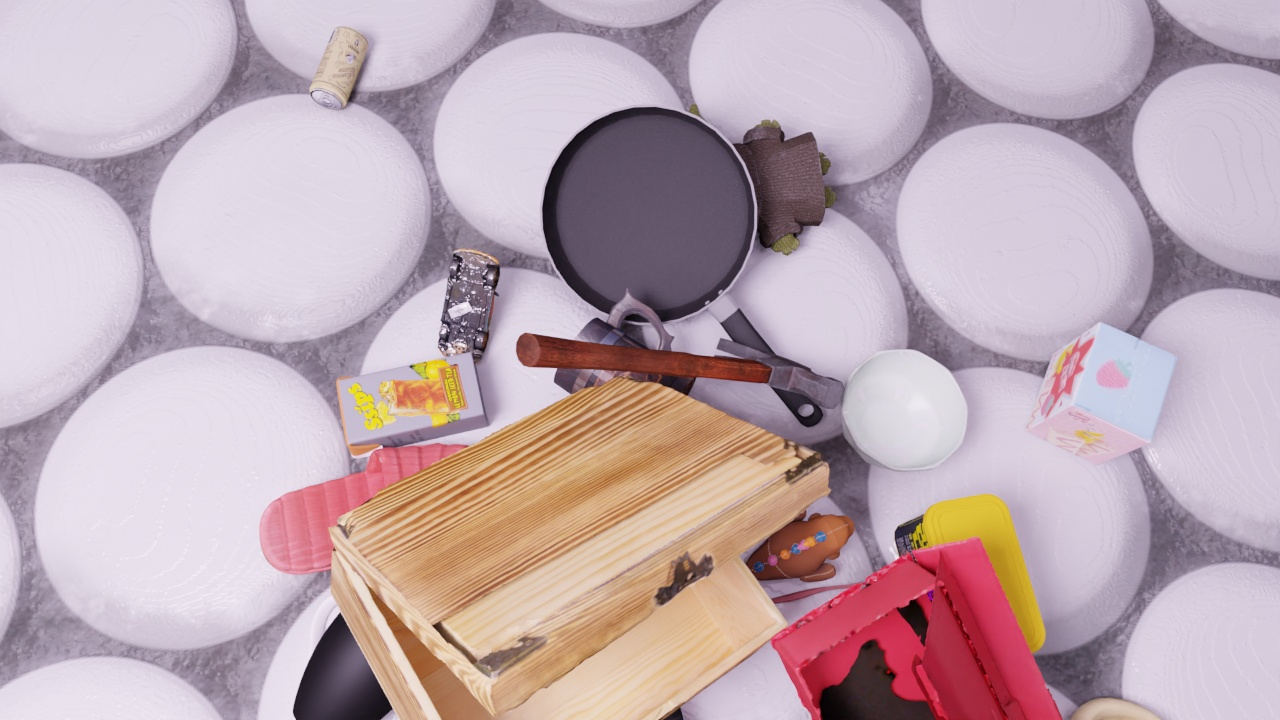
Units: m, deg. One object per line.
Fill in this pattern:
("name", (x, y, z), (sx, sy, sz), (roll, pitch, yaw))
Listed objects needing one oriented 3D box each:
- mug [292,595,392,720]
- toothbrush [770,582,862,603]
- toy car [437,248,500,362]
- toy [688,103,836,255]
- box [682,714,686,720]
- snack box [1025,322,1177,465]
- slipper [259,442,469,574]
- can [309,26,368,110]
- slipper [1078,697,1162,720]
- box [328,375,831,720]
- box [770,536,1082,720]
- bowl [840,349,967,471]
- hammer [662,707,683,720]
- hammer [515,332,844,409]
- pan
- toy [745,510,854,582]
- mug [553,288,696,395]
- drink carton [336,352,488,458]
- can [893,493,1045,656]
("mug", (-0.244, 0.251, 0.763), (0.119, 0.085, 0.100), (31, 82, 37))
("toothbrush", (0.136, 0.215, 0.826), (0.184, 0.015, 0.015), (-5, 75, -4))
("toy car", (-0.161, -0.054, 0.874), (0.047, 0.047, 0.112), (14, 111, -1))
("toy", (0.118, -0.172, 0.919), (0.153, 0.078, 0.179), (-9, 86, -2))
("box", (-0.014, 0.382, 0.752), (0.189, 0.038, 0.209), (-34, 78, -11))
("snack box", (0.430, 0.032, 0.862), (0.079, 0.095, 0.092), (26, 72, 5))
("slipper", (-0.216, 0.128, 0.809), (0.248, 0.059, 0.103), (-10, 73, -6))
("can", (-0.314, -0.304, 0.957), (0.038, 0.038, 0.079), (13, 71, 1))
("slipper", (0.435, 0.412, 0.747), (0.111, 0.079, 0.261), (-4, 72, -9))
("box", (-0.054, 0.133, 0.664), (0.278, 0.265, 0.269), (-26, 66, -30))
("box", (0.345, 0.209, 0.646), (0.468, 0.138, 0.214), (-25, 101, 13))
("bowl", (0.239, 0.053, 0.861), (0.117, 0.061, 0.117), (1, 72, -4))
("hammer", (0.034, 0.387, 0.729), (0.169, 0.034, 0.324), (-7, 69, -10))
("hammer", (0.031, 0.003, 0.753), (0.300, 0.111, 0.028), (5, 105, -40))
("pan", (0.057, -0.079, 0.878), (0.204, 0.044, 0.355), (-39, 96, 15))
("toy", (0.134, 0.165, 0.797), (0.102, 0.090, 0.070), (-16, 72, -31))
("mug", (-0.005, 0.005, 0.850), (0.107, 0.080, 0.115), (33, 80, 8))
("drink carton", (-0.209, 0.041, 0.843), (0.124, 0.048, 0.076), (-12, 73, -8))
("can", (0.279, 0.192, 0.796), (0.072, 0.101, 0.130), (-9, 72, -7))
